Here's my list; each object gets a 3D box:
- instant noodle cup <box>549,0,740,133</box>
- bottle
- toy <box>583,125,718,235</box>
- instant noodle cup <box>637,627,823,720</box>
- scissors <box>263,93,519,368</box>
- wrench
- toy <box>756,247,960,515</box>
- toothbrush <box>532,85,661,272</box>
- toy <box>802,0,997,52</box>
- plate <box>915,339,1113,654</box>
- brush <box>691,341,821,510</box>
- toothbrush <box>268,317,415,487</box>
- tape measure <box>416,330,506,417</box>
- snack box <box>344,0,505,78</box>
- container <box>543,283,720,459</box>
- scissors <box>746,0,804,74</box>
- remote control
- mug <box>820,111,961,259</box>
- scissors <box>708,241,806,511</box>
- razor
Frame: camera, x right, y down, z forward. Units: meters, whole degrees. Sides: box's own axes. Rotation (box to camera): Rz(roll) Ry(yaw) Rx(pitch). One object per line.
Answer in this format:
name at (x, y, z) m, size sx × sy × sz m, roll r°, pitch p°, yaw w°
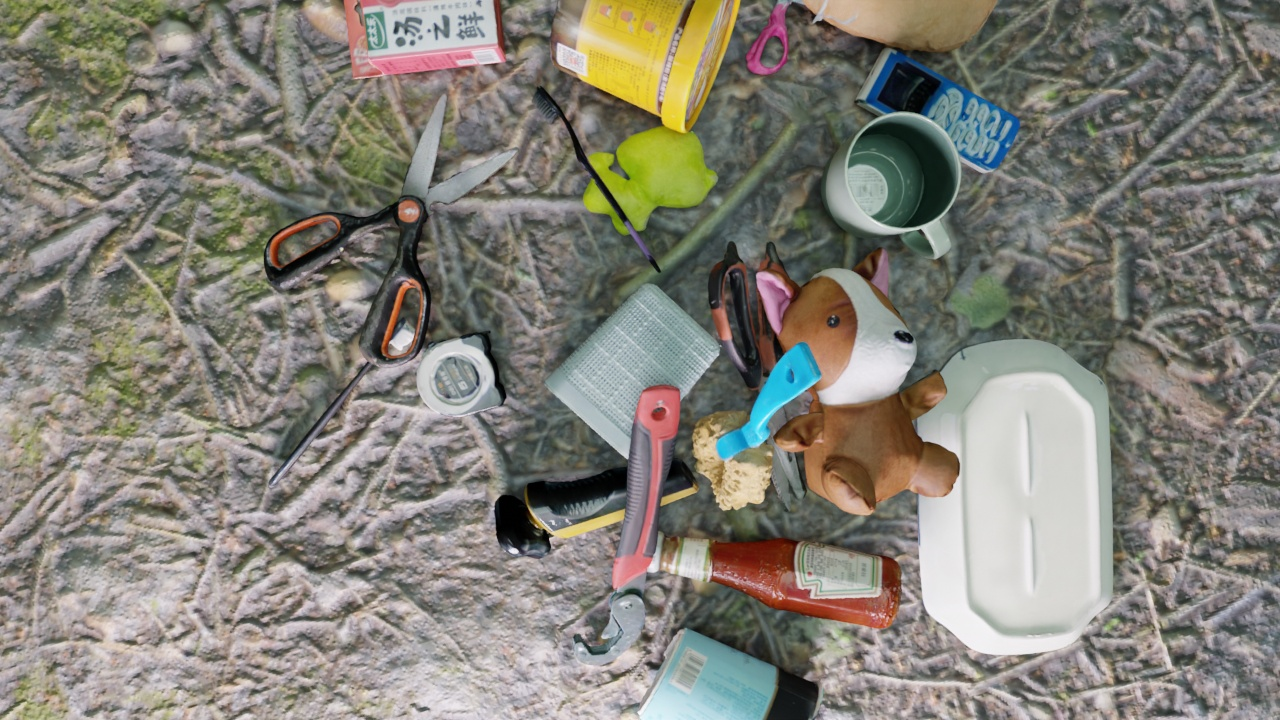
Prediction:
instant noodle cup at (0.002, -0.246, 0.688) m, size 0.114 × 0.118 × 0.118 m, roll 21°, pitch 94°, yaw 6°
bottle at (0.103, 0.171, 0.743) m, size 0.206 × 0.059 × 0.060 m, roll 9°, pitch 94°, yaw 6°
toy at (0.006, -0.148, 0.733) m, size 0.096 × 0.031 × 0.100 m, roll 35°, pitch 94°, yaw 0°
instant noodle cup at (0.066, 0.278, 0.733) m, size 0.120 × 0.111 × 0.111 m, roll 28°, pitch 94°, yaw 7°
scissors at (-0.203, -0.104, 0.737) m, size 0.228 × 0.021 × 0.221 m, roll -3°, pitch 87°, yaw 4°
wrench at (-0.006, 0.135, 0.707) m, size 0.056 × 0.016 × 0.274 m, roll 2°, pitch 120°, yaw -19°
toy at (0.166, 0.016, 0.702) m, size 0.140 × 0.131 × 0.199 m, roll -8°, pitch 83°, yaw -27°
toothbrush at (-0.036, -0.142, 0.718) m, size 0.017 × 0.014 × 0.189 m, roll -37°, pitch 75°, yaw 16°
toy at (0.170, -0.321, 0.697) m, size 0.226 × 0.082 × 0.143 m, roll 27°, pitch 84°, yaw -1°
plate at (0.311, 0.116, 0.748) m, size 0.162 × 0.034 × 0.266 m, roll -2°, pitch 94°, yaw 0°
brush at (0.081, 0.047, 0.650) m, size 0.045 × 0.255 × 0.083 m, roll -17°, pitch 71°, yaw -13°
toothbrush at (-0.247, 0.037, 0.756) m, size 0.018 × 0.015 × 0.181 m, roll 41°, pitch 93°, yaw -11°
tape measure at (-0.147, 0.013, 0.745) m, size 0.066 × 0.033 × 0.066 m, roll -14°, pitch 92°, yaw -1°
snack box at (-0.176, -0.289, 0.718) m, size 0.127 × 0.044 × 0.113 m, roll -6°, pitch 94°, yaw 1°
container at (-0.004, 0.004, 0.717) m, size 0.090 × 0.090 × 0.111 m, roll 42°, pitch 90°, yaw -3°
scissors at (0.109, -0.293, 0.731) m, size 0.133 × 0.017 × 0.134 m, roll 19°, pitch 90°, yaw -5°
remote control at (0.237, -0.198, 0.731) m, size 0.125 × 0.024 × 0.049 m, roll 29°, pitch 94°, yaw -3°
mug at (0.193, -0.125, 0.695) m, size 0.082 × 0.106 × 0.112 m, roll -36°, pitch 93°, yaw 2°
scissors at (0.108, 0.011, 0.738) m, size 0.204 × 0.015 × 0.198 m, roll 40°, pitch 63°, yaw -37°
razor at (-0.035, 0.117, 0.747) m, size 0.167 × 0.062 × 0.068 m, roll -15°, pitch 124°, yaw -4°
